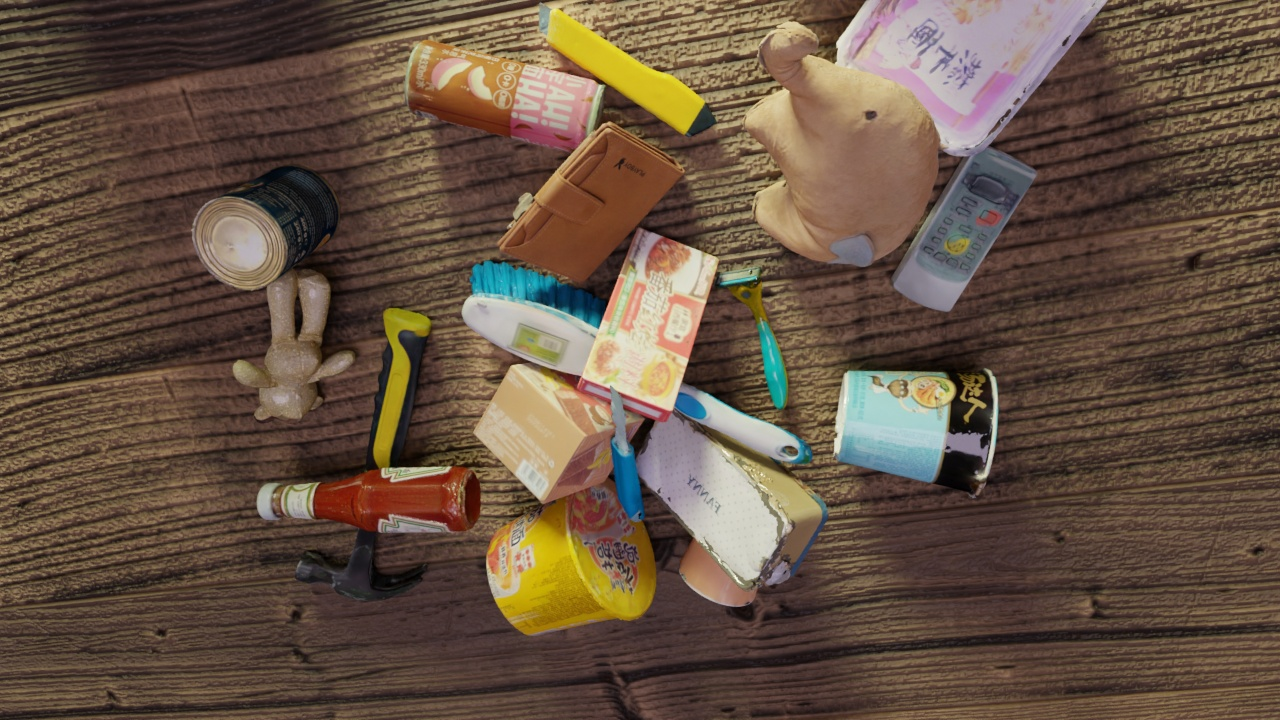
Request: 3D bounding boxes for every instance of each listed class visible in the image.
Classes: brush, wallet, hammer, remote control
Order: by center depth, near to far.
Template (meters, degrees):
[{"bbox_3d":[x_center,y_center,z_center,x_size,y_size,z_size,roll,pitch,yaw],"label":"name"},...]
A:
[{"bbox_3d":[-0.039,-0.123,0.728,0.132,0.031,0.107,-45,148,21],"label":"wallet"},{"bbox_3d":[0.260,-0.106,0.744,0.056,0.019,0.135,24,114,-6],"label":"remote control"},{"bbox_3d":[-0.004,0.005,0.772,0.314,0.109,0.061,21,114,-7],"label":"brush"},{"bbox_3d":[-0.245,0.101,0.878,0.126,0.031,0.324,17,114,-3],"label":"hammer"}]

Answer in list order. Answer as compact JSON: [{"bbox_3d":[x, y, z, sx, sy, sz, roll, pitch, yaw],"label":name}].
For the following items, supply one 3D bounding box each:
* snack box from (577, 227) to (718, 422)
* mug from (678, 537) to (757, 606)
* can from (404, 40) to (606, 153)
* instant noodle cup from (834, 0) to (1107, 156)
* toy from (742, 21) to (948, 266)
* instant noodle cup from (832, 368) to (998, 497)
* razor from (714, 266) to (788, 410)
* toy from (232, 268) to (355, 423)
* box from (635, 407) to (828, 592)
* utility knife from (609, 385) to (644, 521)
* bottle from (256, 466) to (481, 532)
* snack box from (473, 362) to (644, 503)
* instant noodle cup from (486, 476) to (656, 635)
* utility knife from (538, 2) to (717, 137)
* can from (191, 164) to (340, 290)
[{"bbox_3d":[0.009,-0.031,0.738,0.075,0.152,0.026,21,151,-3],"label":"snack box"},{"bbox_3d":[0.092,0.155,0.852,0.078,0.078,0.123,18,109,-4],"label":"mug"},{"bbox_3d":[-0.104,-0.203,0.711,0.147,0.057,0.058,13,115,-1],"label":"can"},{"bbox_3d":[0.237,-0.252,0.658,0.138,0.060,0.174,32,114,-10],"label":"instant noodle cup"},{"bbox_3d":[0.144,-0.155,0.654,0.143,0.082,0.226,1,147,14],"label":"toy"},{"bbox_3d":[0.228,0.055,0.780,0.120,0.111,0.111,7,115,8],"label":"instant noodle cup"},{"bbox_3d":[0.105,-0.018,0.793,0.043,0.028,0.132,-8,112,34],"label":"razor"},{"bbox_3d":[-0.308,-0.012,0.810,0.066,0.105,0.158,45,131,34],"label":"toy"},{"bbox_3d":[0.068,0.106,0.787,0.061,0.184,0.090,1,126,-43],"label":"box"},{"bbox_3d":[-0.013,0.080,0.764,0.018,0.034,0.237,-28,153,-13],"label":"utility knife"},{"bbox_3d":[-0.251,0.128,0.842,0.206,0.059,0.060,-2,114,10],"label":"bottle"},{"bbox_3d":[-0.069,0.056,0.788,0.093,0.094,0.077,41,115,21],"label":"snack box"},{"bbox_3d":[-0.067,0.187,0.852,0.110,0.137,0.138,-26,110,25],"label":"instant noodle cup"},{"bbox_3d":[-0.012,-0.226,0.716,0.164,0.015,0.033,32,107,-8],"label":"utility knife"},{"bbox_3d":[-0.300,-0.109,0.742,0.075,0.111,0.075,2,115,4],"label":"can"}]
